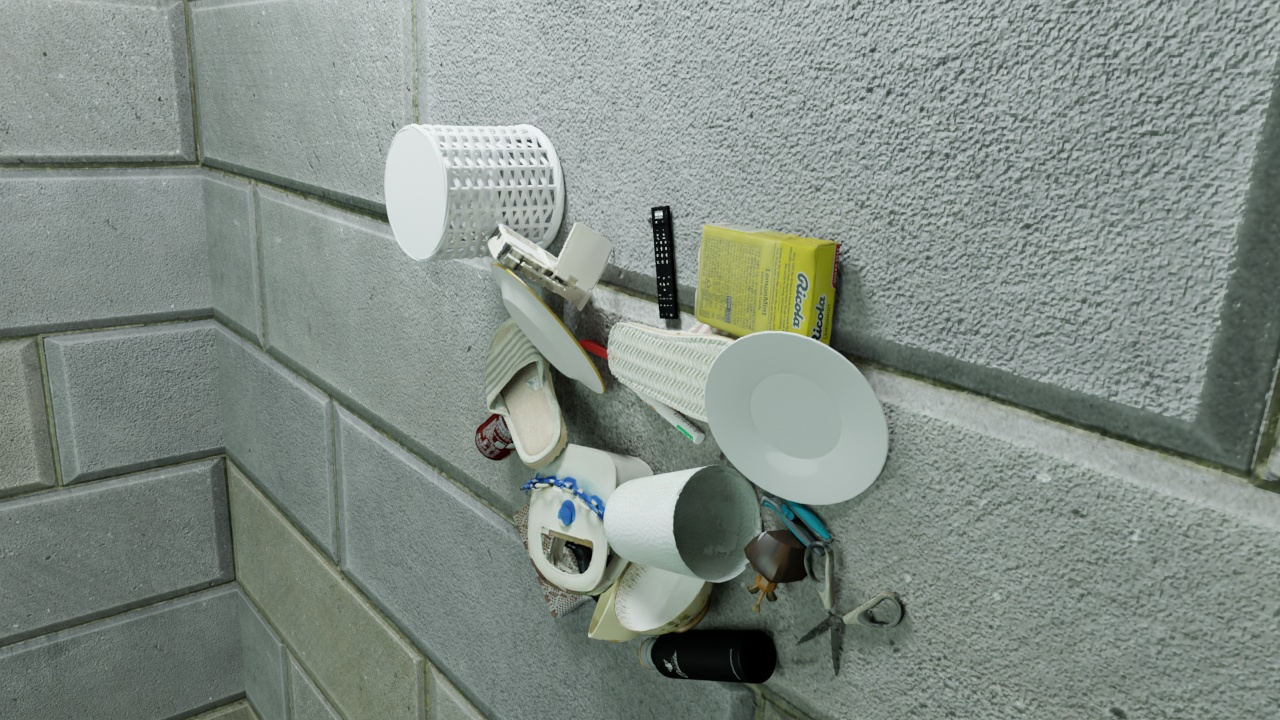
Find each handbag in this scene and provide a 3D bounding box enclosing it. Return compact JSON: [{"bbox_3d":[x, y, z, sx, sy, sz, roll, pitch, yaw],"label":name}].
[{"bbox_3d":[-0.085,0.214,1.242,0.201,0.093,0.199,1,75,49],"label":"handbag"},{"bbox_3d":[-0.134,0.295,1.413,0.124,0.046,0.185,-45,63,47],"label":"handbag"}]

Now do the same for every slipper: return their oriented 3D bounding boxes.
[{"bbox_3d":[0.061,0.004,1.103,0.263,0.052,0.115,15,108,44],"label":"slipper"},{"bbox_3d":[-0.173,0.039,1.334,0.115,0.054,0.272,-41,48,21],"label":"slipper"}]

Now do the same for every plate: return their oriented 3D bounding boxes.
[{"bbox_3d":[-0.132,-0.037,1.243,0.230,0.021,0.230,46,168,12],"label":"plate"},{"bbox_3d":[0.163,0.062,0.975,0.209,0.015,0.209,18,125,27],"label":"plate"}]

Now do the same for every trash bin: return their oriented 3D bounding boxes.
[{"bbox_3d":[0.042,0.195,1.108,0.162,0.133,0.133,-11,89,53],"label":"trash bin"}]

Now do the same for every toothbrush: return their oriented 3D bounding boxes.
[{"bbox_3d":[-0.007,0.007,1.219,0.213,0.017,0.012,25,117,41],"label":"toothbrush"}]

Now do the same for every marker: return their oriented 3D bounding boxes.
[{"bbox_3d":[0.029,0.062,1.182,0.145,0.017,0.017,38,126,39],"label":"marker"}]

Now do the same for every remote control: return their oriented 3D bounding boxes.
[{"bbox_3d":[0.030,-0.122,1.144,0.030,0.009,0.140,5,102,50],"label":"remote control"}]

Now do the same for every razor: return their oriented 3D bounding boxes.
[{"bbox_3d":[-0.081,0.286,1.331,0.053,0.063,0.140,-46,61,48],"label":"razor"}]

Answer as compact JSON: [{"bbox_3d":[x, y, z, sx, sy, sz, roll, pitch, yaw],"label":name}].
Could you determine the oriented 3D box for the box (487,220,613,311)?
[{"bbox_3d":[-0.104,-0.135,1.186,0.099,0.143,0.184,-54,28,11],"label":"box"}]

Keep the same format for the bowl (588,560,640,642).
[{"bbox_3d":[-0.013,0.333,1.244,0.074,0.117,0.118,24,127,-3],"label":"bowl"}]

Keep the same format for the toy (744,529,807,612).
[{"bbox_3d":[0.150,0.241,1.045,0.076,0.062,0.100,21,110,6],"label":"toy"}]

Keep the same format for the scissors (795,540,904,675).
[{"bbox_3d":[0.216,0.270,0.997,0.171,0.012,0.157,-24,88,46],"label":"scissors"}]

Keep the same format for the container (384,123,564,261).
[{"bbox_3d":[-0.236,-0.238,1.301,0.189,0.186,0.189,15,110,48],"label":"container"}]

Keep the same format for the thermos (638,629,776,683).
[{"bbox_3d":[0.070,0.375,1.169,0.232,0.061,0.061,-21,82,51],"label":"thermos"}]

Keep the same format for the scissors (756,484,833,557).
[{"bbox_3d":[0.165,0.157,1.038,0.139,0.019,0.136,-22,80,52],"label":"scissors"}]

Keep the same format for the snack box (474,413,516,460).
[{"bbox_3d":[-0.205,0.105,1.435,0.122,0.072,0.072,-39,68,48],"label":"snack box"}]

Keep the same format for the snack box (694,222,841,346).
[{"bbox_3d":[0.134,-0.082,1.001,0.181,0.045,0.121,22,115,49],"label":"snack box"}]

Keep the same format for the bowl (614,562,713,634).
[{"bbox_3d":[0.043,0.296,1.158,0.145,0.144,0.063,-2,134,51],"label":"bowl"}]
